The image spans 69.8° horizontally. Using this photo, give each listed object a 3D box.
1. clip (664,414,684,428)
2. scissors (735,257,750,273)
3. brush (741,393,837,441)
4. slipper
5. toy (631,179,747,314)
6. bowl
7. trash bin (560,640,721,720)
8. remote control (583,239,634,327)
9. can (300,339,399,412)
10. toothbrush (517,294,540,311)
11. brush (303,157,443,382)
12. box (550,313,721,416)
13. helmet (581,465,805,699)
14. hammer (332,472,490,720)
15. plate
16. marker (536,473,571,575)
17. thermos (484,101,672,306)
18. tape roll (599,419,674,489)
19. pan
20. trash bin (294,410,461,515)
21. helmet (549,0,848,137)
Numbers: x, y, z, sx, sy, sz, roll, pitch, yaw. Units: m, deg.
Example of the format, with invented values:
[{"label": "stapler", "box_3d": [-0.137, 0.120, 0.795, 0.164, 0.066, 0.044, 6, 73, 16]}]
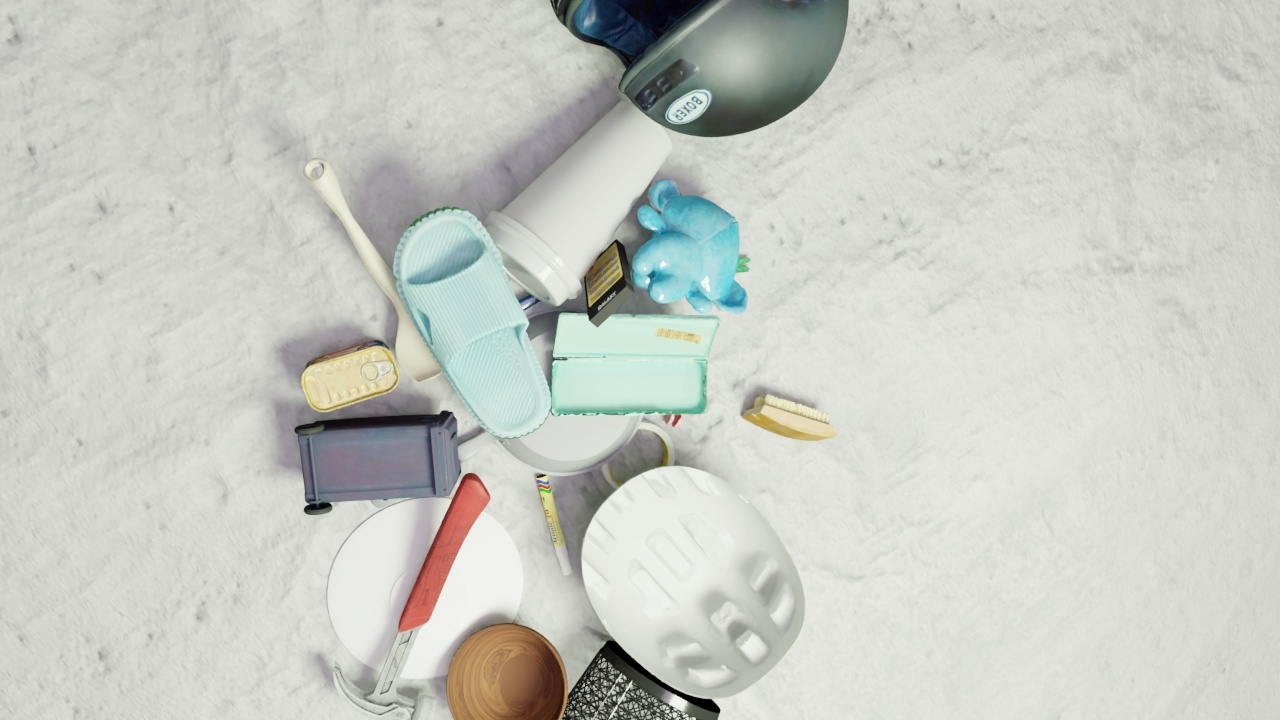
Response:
[{"label": "clip", "box_3d": [0.045, 0.052, 1.141, 0.060, 0.023, 0.044, -46, 104, -6]}, {"label": "scissors", "box_3d": [0.077, -0.121, 1.125, 0.130, 0.014, 0.071, -12, 103, -13]}, {"label": "brush", "box_3d": [0.193, 0.075, 1.177, 0.117, 0.049, 0.039, 19, 71, -18]}, {"label": "slipper", "box_3d": [-0.171, -0.025, 0.963, 0.116, 0.069, 0.276, -21, 117, 1]}, {"label": "toy", "box_3d": [0.042, -0.112, 1.041, 0.180, 0.115, 0.183, -39, 99, -47]}, {"label": "bowl", "box_3d": [-0.152, 0.387, 1.104, 0.147, 0.069, 0.147, -1, 83, 10]}, {"label": "trash bin", "box_3d": [-0.033, 0.490, 1.108, 0.217, 0.217, 0.243, 33, 83, -20]}, {"label": "remote control", "box_3d": [-0.037, -0.087, 1.007, 0.058, 0.133, 0.013, -43, 115, 16]}, {"label": "can", "box_3d": [-0.317, 0.015, 1.004, 0.099, 0.059, 0.054, -18, 105, -13]}, {"label": "toothbrush", "box_3d": [-0.121, -0.075, 1.071, 0.190, 0.017, 0.016, -30, 107, -8]}, {"label": "brush", "box_3d": [-0.275, -0.090, 0.971, 0.062, 0.077, 0.272, -27, 119, -5]}, {"label": "box", "box_3d": [-0.009, 0.002, 1.049, 0.187, 0.057, 0.138, 1, 111, -15]}, {"label": "helmet", "box_3d": [0.050, 0.252, 1.092, 0.224, 0.184, 0.282, -49, 116, -10]}, {"label": "hammer", "box_3d": [-0.249, 0.271, 1.046, 0.126, 0.036, 0.316, 21, 100, -17]}, {"label": "plate", "box_3d": [-0.251, 0.277, 1.087, 0.229, 0.030, 0.229, -3, 101, -16]}, {"label": "marker", "box_3d": [-0.105, 0.202, 1.126, 0.014, 0.014, 0.132, -16, 104, -14]}, {"label": "thermos", "box_3d": [-0.064, -0.178, 1.018, 0.131, 0.132, 0.221, 43, 78, -19]}, {"label": "tape roll", "box_3d": [-0.004, 0.120, 1.139, 0.094, 0.019, 0.094, -3, 101, -16]}, {"label": "pan", "box_3d": [-0.154, 0.077, 1.071, 0.356, 0.051, 0.201, -31, 100, -10]}, {"label": "trash bin", "box_3d": [-0.280, 0.106, 1.000, 0.161, 0.092, 0.094, -3, 100, -2]}, {"label": "helmet", "box_3d": [0.069, -0.351, 0.941, 0.315, 0.250, 0.236, -16, 88, -34]}]
